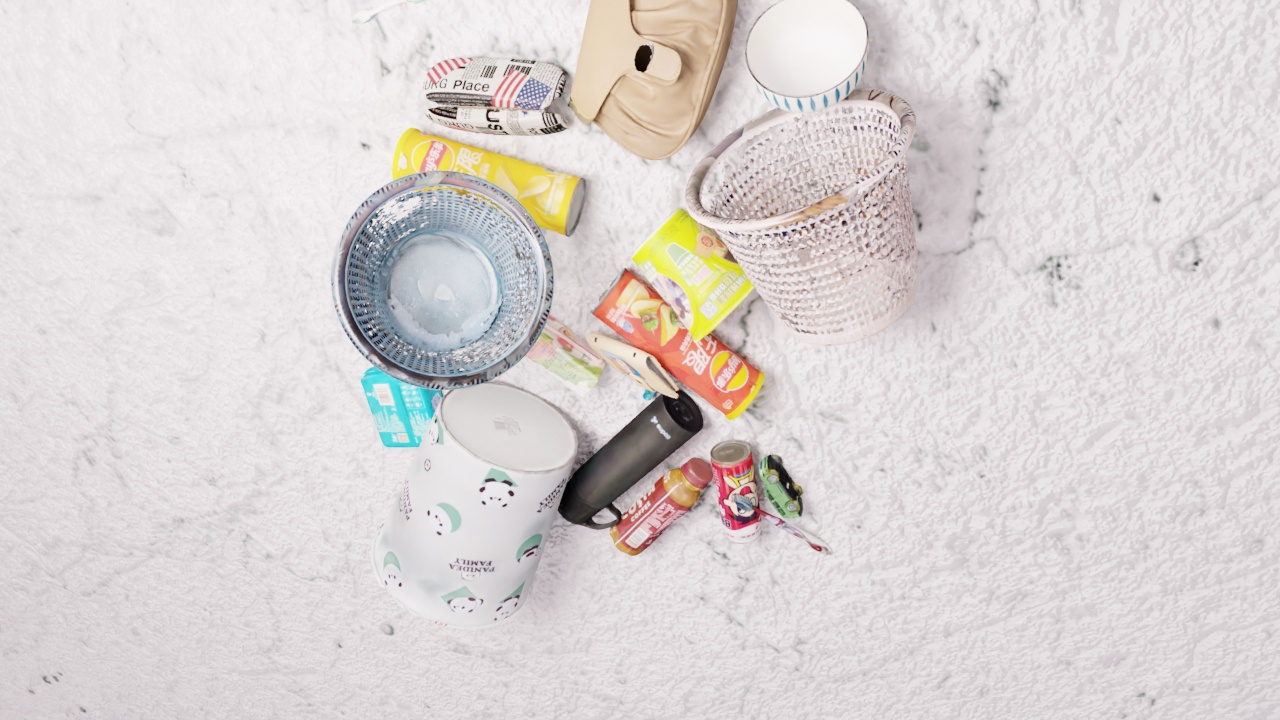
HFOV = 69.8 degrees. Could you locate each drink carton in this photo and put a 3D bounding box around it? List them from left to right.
[{"bbox_3d":[-0.102,-0.014,1.150,0.122,0.053,0.046,37,122,-8],"label":"drink carton"}]

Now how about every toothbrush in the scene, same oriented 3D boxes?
[{"bbox_3d":[-0.218,-0.402,0.971,0.225,0.027,0.026,-15,101,23],"label":"toothbrush"},{"bbox_3d":[0.186,0.216,1.191,0.187,0.017,0.016,33,107,-27],"label":"toothbrush"}]

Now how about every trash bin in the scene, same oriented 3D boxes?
[{"bbox_3d":[-0.224,-0.086,1.035,0.226,0.195,0.226,-1,92,-14],"label":"trash bin"},{"bbox_3d":[-0.208,0.180,1.205,0.229,0.229,0.252,26,117,0],"label":"trash bin"},{"bbox_3d":[0.184,-0.131,0.922,0.228,0.226,0.192,-14,128,23],"label":"trash bin"}]

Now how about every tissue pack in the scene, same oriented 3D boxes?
[{"bbox_3d":[-0.319,0.063,1.258,0.093,0.050,0.134,-1,119,15],"label":"tissue pack"}]

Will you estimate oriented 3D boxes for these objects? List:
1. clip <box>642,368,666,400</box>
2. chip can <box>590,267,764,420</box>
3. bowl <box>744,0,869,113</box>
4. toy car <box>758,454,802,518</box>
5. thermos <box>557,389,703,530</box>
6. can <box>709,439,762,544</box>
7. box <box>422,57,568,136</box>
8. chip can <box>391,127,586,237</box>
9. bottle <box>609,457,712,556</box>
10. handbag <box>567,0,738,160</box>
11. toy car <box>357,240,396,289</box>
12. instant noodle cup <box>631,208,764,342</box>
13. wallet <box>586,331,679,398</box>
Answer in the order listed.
[{"bbox_3d":[0.018,0.028,1.160,0.014,0.039,0.056,29,131,-1],"label":"clip"},{"bbox_3d":[0.045,-0.020,1.094,0.216,0.073,0.073,38,122,-7],"label":"chip can"},{"bbox_3d":[0.164,-0.290,0.893,0.116,0.116,0.066,-1,163,16],"label":"bowl"},{"bbox_3d":[0.179,0.163,1.179,0.036,0.043,0.091,-23,111,26],"label":"toy car"},{"bbox_3d":[-0.012,0.139,1.206,0.090,0.068,0.243,43,123,-3],"label":"thermos"},{"bbox_3d":[0.126,0.172,1.193,0.053,0.053,0.133,-2,119,17],"label":"can"},{"bbox_3d":[-0.158,-0.294,1.006,0.163,0.076,0.088,9,97,14],"label":"box"},{"bbox_3d":[-0.172,-0.204,1.049,0.213,0.071,0.072,17,123,5],"label":"chip can"},{"bbox_3d":[0.029,0.195,1.232,0.057,0.057,0.175,38,122,-8],"label":"bottle"},{"bbox_3d":[0.010,-0.309,0.917,0.148,0.099,0.205,20,120,7],"label":"handbag"},{"bbox_3d":[-0.319,-0.124,1.160,0.106,0.031,0.049,-16,113,22],"label":"toy car"},{"bbox_3d":[0.058,-0.102,1.027,0.123,0.111,0.112,45,121,-3],"label":"instant noodle cup"},{"bbox_3d":[-0.007,0.006,1.111,0.115,0.024,0.087,20,155,47],"label":"wallet"}]
